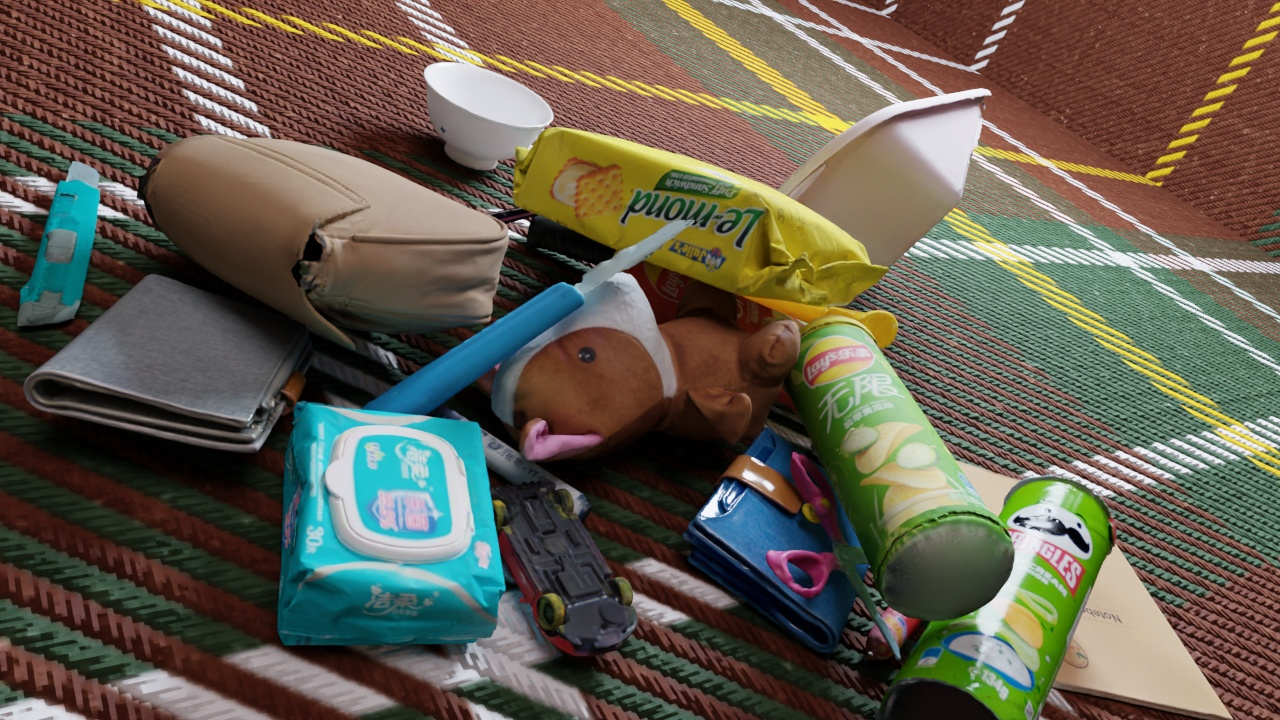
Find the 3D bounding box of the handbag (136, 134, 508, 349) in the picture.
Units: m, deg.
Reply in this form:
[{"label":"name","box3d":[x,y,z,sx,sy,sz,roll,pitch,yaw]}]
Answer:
[{"label":"handbag","box3d":[-0.184,-0.069,0.541,0.205,0.100,0.147,25,18,31]}]

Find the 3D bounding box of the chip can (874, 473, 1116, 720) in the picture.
[{"label":"chip can","box3d":[0.213,0.146,0.527,0.072,0.072,0.235,38,38,19]}]

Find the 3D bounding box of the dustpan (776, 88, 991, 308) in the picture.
[{"label":"dustpan","box3d":[0.204,-0.175,0.877,0.139,0.223,0.272,35,38,-7]}]

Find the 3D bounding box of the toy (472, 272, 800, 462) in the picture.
[{"label":"toy","box3d":[-0.003,0.003,0.556,0.199,0.131,0.140,-12,25,-24]}]

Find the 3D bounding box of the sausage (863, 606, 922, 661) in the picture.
[{"label":"sausage","box3d":[0.174,0.139,0.561,0.020,0.020,0.155,38,41,19]}]

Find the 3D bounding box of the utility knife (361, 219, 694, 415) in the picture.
[{"label":"utility knife","box3d":[-0.063,-0.019,0.504,0.018,0.218,0.034,57,-1,-30]}]

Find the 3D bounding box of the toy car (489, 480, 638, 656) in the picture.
[{"label":"toy car","box3d":[-0.043,0.104,0.461,0.049,0.031,0.106,-6,42,-40]}]

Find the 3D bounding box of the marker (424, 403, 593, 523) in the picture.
[{"label":"marker","box3d":[-0.085,0.054,0.522,0.131,0.018,0.022,32,57,11]}]

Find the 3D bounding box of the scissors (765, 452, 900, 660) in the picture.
[{"label":"scissors","box3d":[0.111,0.108,0.522,0.133,0.017,0.133,10,45,-46]}]

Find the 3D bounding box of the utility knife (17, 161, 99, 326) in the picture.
[{"label":"utility knife","box3d":[-0.335,-0.074,0.535,0.029,0.013,0.176,8,35,-30]}]

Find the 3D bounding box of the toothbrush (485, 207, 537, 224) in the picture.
[{"label":"toothbrush","box3d":[-0.119,-0.108,0.704,0.188,0.014,0.018,-20,43,-32]}]

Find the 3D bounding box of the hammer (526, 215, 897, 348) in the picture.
[{"label":"hammer","box3d":[0.054,-0.065,0.751,0.301,0.033,0.129,17,2,-2]}]

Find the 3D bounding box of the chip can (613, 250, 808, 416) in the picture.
[{"label":"chip can","box3d":[0.069,-0.013,0.681,0.216,0.073,0.073,22,31,-7]}]

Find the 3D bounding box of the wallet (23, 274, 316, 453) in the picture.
[{"label":"wallet","box3d":[-0.228,0.004,0.472,0.106,0.037,0.129,18,20,-14]}]

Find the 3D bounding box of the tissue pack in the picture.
[{"label":"tissue pack","box3d":[-0.119,0.073,0.436,0.093,0.050,0.133,8,35,-25]}]

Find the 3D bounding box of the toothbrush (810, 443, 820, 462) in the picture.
[{"label":"toothbrush","box3d":[0.171,0.116,0.617,0.016,0.016,0.180,-7,46,-36]}]

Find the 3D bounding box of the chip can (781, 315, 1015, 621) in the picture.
[{"label":"chip can","box3d":[0.141,0.054,0.543,0.072,0.073,0.221,16,28,-16]}]

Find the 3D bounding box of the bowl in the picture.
[{"label":"bowl","box3d":[-0.145,-0.213,0.830,0.118,0.065,0.118,19,32,-13]}]

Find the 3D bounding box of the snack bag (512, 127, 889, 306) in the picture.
[{"label":"snack bag","box3d":[0.038,-0.104,0.652,0.247,0.068,0.157,27,18,31]}]

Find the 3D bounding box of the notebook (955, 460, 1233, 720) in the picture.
[{"label":"notebook","box3d":[0.310,0.156,0.660,0.147,0.008,0.207,16,32,-15]}]

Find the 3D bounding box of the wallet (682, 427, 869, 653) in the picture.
[{"label":"wallet","box3d":[0.092,0.102,0.559,0.106,0.040,0.132,37,32,10]}]
